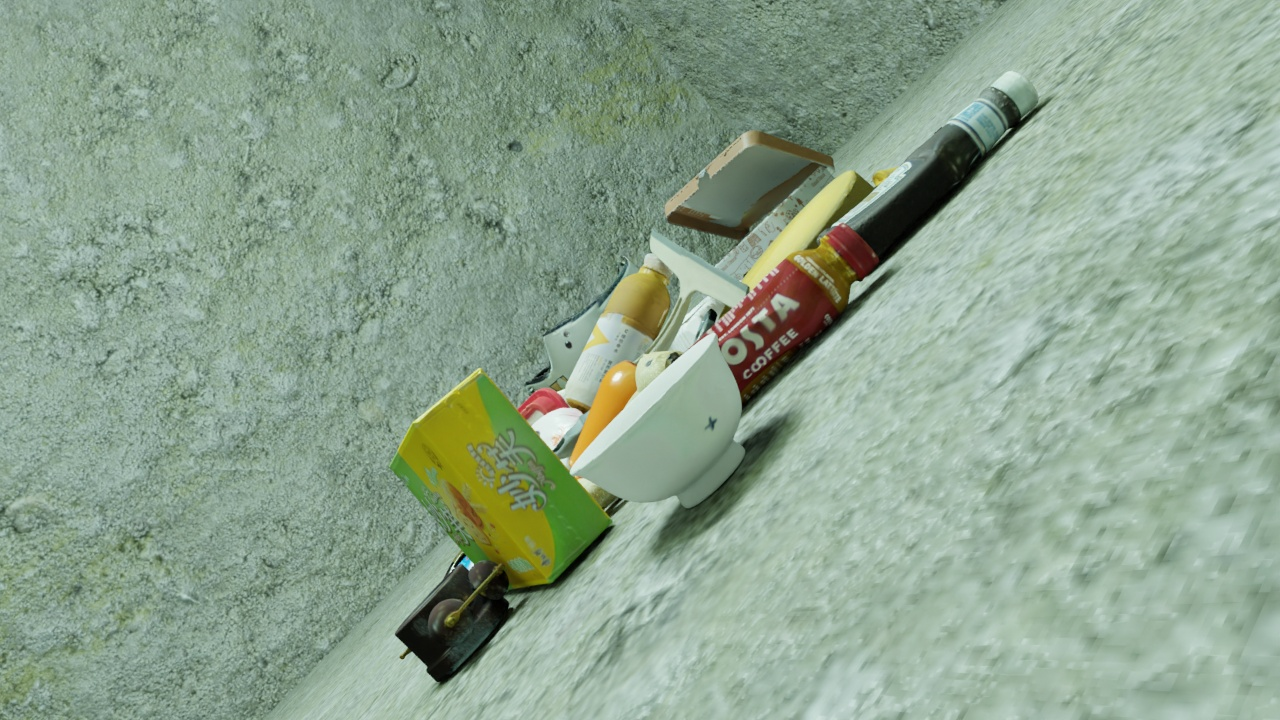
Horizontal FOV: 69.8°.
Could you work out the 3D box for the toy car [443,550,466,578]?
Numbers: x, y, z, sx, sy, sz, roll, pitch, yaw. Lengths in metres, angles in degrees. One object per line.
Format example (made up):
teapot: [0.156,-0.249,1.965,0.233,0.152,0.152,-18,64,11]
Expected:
toy car: [-0.202,0.244,1.108,0.157,0.042,0.070,-48,3,-21]

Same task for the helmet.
helmet: [-0.040,-0.006,1.319,0.229,0.157,0.275,-48,-6,-35]

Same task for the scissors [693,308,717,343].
scissors: [0.039,0.024,0.863,0.160,0.014,0.178,113,-178,-51]

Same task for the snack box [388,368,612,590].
snack box: [-0.124,0.109,0.762,0.069,0.157,0.210,-41,1,-25]

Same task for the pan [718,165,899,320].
pan: [0.210,-0.141,0.882,0.356,0.078,0.198,-52,6,-14]

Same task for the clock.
clock: [-0.144,0.201,0.726,0.122,0.055,0.081,-45,1,42]

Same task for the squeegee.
squeegee: [-0.005,0.005,0.897,0.246,0.039,0.246,-54,27,5]

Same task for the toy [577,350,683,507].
toy: [-0.003,0.058,0.742,0.157,0.066,0.105,-55,-24,13]

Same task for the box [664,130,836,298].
box: [0.132,-0.170,1.065,0.151,0.174,0.183,-48,4,-41]

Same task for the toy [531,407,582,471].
toy: [-0.100,0.123,0.962,0.160,0.054,0.121,-48,42,22]

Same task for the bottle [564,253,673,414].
bottle: [-0.016,-0.027,0.994,0.189,0.068,0.068,-64,8,-13]

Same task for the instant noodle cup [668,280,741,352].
instant noodle cup: [0.067,-0.023,1.018,0.137,0.060,0.174,-46,5,-35]

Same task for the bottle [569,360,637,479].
bottle: [-0.028,0.075,0.803,0.149,0.067,0.066,-61,2,3]

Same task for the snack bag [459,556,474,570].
snack bag: [-0.179,0.230,1.022,0.190,0.039,0.110,-46,14,-21]

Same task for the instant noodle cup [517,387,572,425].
instant noodle cup: [-0.077,0.084,1.074,0.123,0.116,0.117,-29,-10,-47]

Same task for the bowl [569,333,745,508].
bowl: [0.022,0.047,0.541,0.118,0.065,0.118,-44,4,3]

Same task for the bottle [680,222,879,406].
bottle: [0.093,-0.025,0.660,0.175,0.057,0.057,-44,3,9]

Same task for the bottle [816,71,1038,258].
bottle: [0.227,-0.147,0.722,0.195,0.044,0.080,-43,7,3]
